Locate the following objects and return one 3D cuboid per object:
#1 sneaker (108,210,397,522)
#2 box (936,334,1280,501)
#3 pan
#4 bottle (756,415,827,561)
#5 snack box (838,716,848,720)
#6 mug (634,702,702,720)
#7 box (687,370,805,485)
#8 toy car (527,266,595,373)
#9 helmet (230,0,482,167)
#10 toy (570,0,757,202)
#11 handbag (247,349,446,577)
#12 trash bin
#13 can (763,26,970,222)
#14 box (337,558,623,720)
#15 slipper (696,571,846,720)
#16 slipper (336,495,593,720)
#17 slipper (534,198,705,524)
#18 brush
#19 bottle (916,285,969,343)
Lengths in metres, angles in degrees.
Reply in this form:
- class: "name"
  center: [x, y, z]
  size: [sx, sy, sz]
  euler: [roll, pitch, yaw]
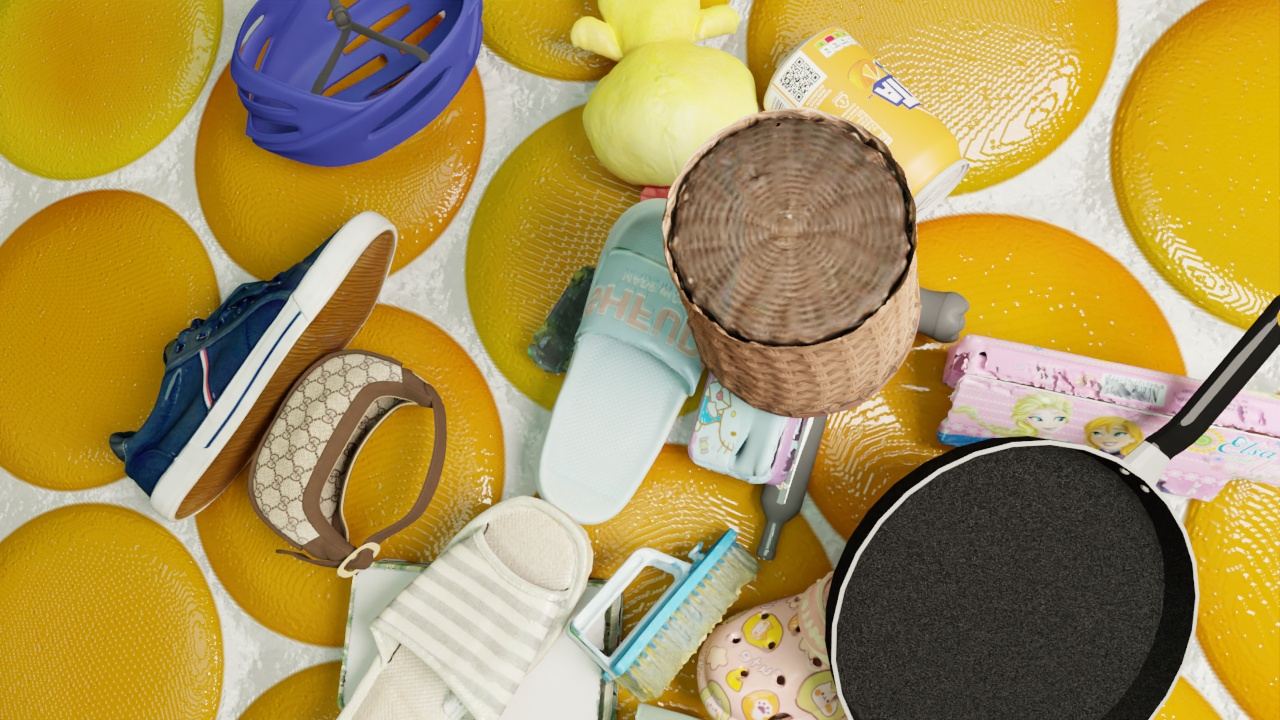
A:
- class: "sneaker"
  center: [-0.316, -0.020, 0.729]
  size: [0.127, 0.120, 0.294]
  euler: [42, 94, 2]
- class: "box"
  center: [0.313, 0.045, 0.594]
  size: [0.230, 0.084, 0.077]
  euler: [13, 86, 13]
- class: "pan"
  center: [0.259, 0.102, 0.541]
  size: [0.225, 0.034, 0.356]
  euler: [37, 95, -12]
- class: "bottle"
  center: [0.105, 0.088, 0.658]
  size: [0.030, 0.030, 0.113]
  euler: [16, 85, 14]
- class: "snack box"
  center: [0.176, 0.268, 0.612]
  size: [0.151, 0.034, 0.087]
  euler: [-5, 80, 11]
- class: "mug"
  center: [0.040, 0.275, 0.602]
  size: [0.104, 0.111, 0.083]
  euler: [13, 50, 5]
- class: "box"
  center: [0.095, -0.018, 0.658]
  size: [0.076, 0.036, 0.214]
  euler: [11, 82, 42]
- class: "toy car"
  center: [-0.050, -0.030, 0.711]
  size: [0.039, 0.027, 0.089]
  euler: [33, 86, 7]
- class: "helmet"
  center: [-0.230, -0.257, 0.684]
  size: [0.241, 0.228, 0.147]
  euler: [-26, 67, 5]
- class: "toy"
  center: [0.017, -0.216, 0.695]
  size: [0.134, 0.092, 0.207]
  euler: [-11, 77, 7]
- class: "handbag"
  center: [-0.218, 0.078, 0.698]
  size: [0.138, 0.063, 0.166]
  euler: [19, 75, 25]
- class: "trash bin"
  center: [0.090, -0.052, 0.528]
  size: [0.151, 0.210, 0.151]
  euler: [-2, 79, 11]
- class: "can"
  center: [0.161, -0.166, 0.661]
  size: [0.079, 0.079, 0.142]
  euler: [-41, 75, 3]
- class: "box"
  center: [-0.116, 0.211, 0.677]
  size: [0.206, 0.050, 0.117]
  euler: [1, 78, 12]
- class: "slipper"
  center: [0.128, 0.176, 0.603]
  size: [0.197, 0.082, 0.093]
  euler: [-18, 42, 2]
- class: "slipper"
  center: [-0.137, 0.213, 0.631]
  size: [0.114, 0.054, 0.272]
  euler: [38, 91, 21]
- class: "slipper"
  center: [-0.004, 0.004, 0.661]
  size: [0.104, 0.074, 0.245]
  euler: [22, 88, -8]
- class: "brush"
  center: [0.020, 0.162, 0.635]
  size: [0.075, 0.055, 0.135]
  euler: [43, 63, 7]
- class: "bottle"
  center: [0.176, -0.042, 0.657]
  size: [0.110, 0.036, 0.036]
  euler: [18, 85, 25]
